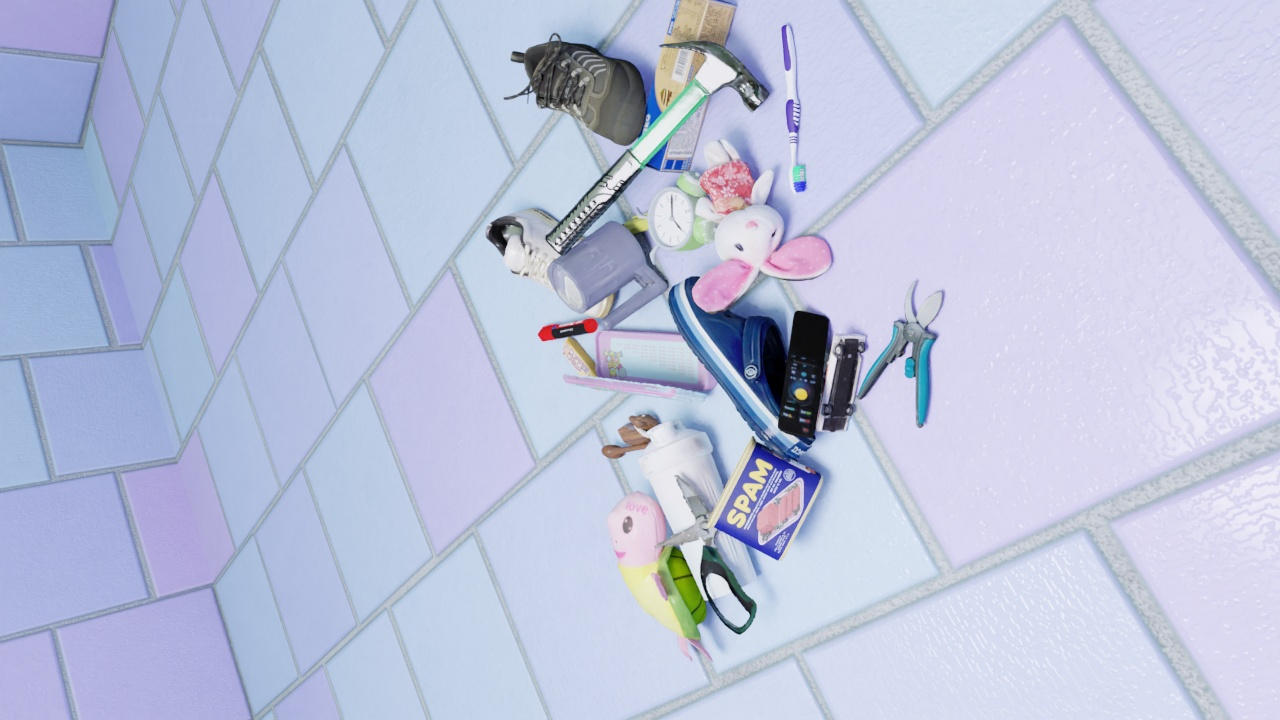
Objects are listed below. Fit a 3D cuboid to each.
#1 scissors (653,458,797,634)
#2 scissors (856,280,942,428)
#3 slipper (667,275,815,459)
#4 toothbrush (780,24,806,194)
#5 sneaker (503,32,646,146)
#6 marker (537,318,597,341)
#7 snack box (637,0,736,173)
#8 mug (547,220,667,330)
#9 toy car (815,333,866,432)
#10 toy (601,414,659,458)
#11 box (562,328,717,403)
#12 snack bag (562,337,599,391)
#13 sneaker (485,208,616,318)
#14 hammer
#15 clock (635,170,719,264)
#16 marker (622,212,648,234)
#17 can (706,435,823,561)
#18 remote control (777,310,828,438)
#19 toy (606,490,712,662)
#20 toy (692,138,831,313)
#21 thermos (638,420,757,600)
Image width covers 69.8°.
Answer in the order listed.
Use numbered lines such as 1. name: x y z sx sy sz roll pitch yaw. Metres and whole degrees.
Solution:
1. scissors: 0.121 0.207 1.087 0.202 0.015 0.201 -30 86 8
2. scissors: 0.272 -0.001 0.958 0.125 0.019 0.155 -18 81 45
3. slipper: 0.130 -0.003 1.056 0.095 0.105 0.252 -42 63 20
4. toothbrush: 0.170 -0.280 1.023 0.016 0.015 0.186 -1 95 41
5. sneaker: -0.093 -0.357 1.165 0.238 0.142 0.101 49 128 45
6. marker: -0.105 -0.045 1.326 0.145 0.021 0.023 -7 69 56
7. snack box: 0.051 -0.333 1.109 0.057 0.056 0.207 35 120 35
8. mug: -0.044 -0.107 1.195 0.124 0.103 0.084 46 156 15
9. toy car: 0.216 0.023 1.010 0.039 0.039 0.113 -143 57 -62
10. toy: -0.010 0.102 1.250 0.102 0.041 0.054 -16 70 52
11. box: -0.008 0.009 1.197 0.215 0.092 0.089 6 100 46
12. snack bag: -0.083 0.004 1.327 0.099 0.020 0.026 50 127 28
13. sneaker: -0.134 -0.142 1.297 0.241 0.102 0.089 41 123 33
14. hammer: -0.003 -0.245 1.097 0.130 0.032 0.320 43 114 -7
15. clock: 0.055 -0.180 1.139 0.120 0.042 0.094 -24 80 46
16. marker: -0.025 -0.178 1.239 0.124 0.017 0.021 -7 91 48
17. can: 0.143 0.159 1.047 0.092 0.056 0.116 27 94 7
18. remote control: 0.177 0.014 0.996 0.020 0.041 0.151 103 180 -61
19. toy: 0.028 0.283 1.186 0.238 0.087 0.190 63 171 -2
20. toy: 0.118 -0.160 1.044 0.159 0.084 0.194 -16 75 6
21. thermos: 0.069 0.183 1.150 0.100 0.099 0.220 -30 79 44
